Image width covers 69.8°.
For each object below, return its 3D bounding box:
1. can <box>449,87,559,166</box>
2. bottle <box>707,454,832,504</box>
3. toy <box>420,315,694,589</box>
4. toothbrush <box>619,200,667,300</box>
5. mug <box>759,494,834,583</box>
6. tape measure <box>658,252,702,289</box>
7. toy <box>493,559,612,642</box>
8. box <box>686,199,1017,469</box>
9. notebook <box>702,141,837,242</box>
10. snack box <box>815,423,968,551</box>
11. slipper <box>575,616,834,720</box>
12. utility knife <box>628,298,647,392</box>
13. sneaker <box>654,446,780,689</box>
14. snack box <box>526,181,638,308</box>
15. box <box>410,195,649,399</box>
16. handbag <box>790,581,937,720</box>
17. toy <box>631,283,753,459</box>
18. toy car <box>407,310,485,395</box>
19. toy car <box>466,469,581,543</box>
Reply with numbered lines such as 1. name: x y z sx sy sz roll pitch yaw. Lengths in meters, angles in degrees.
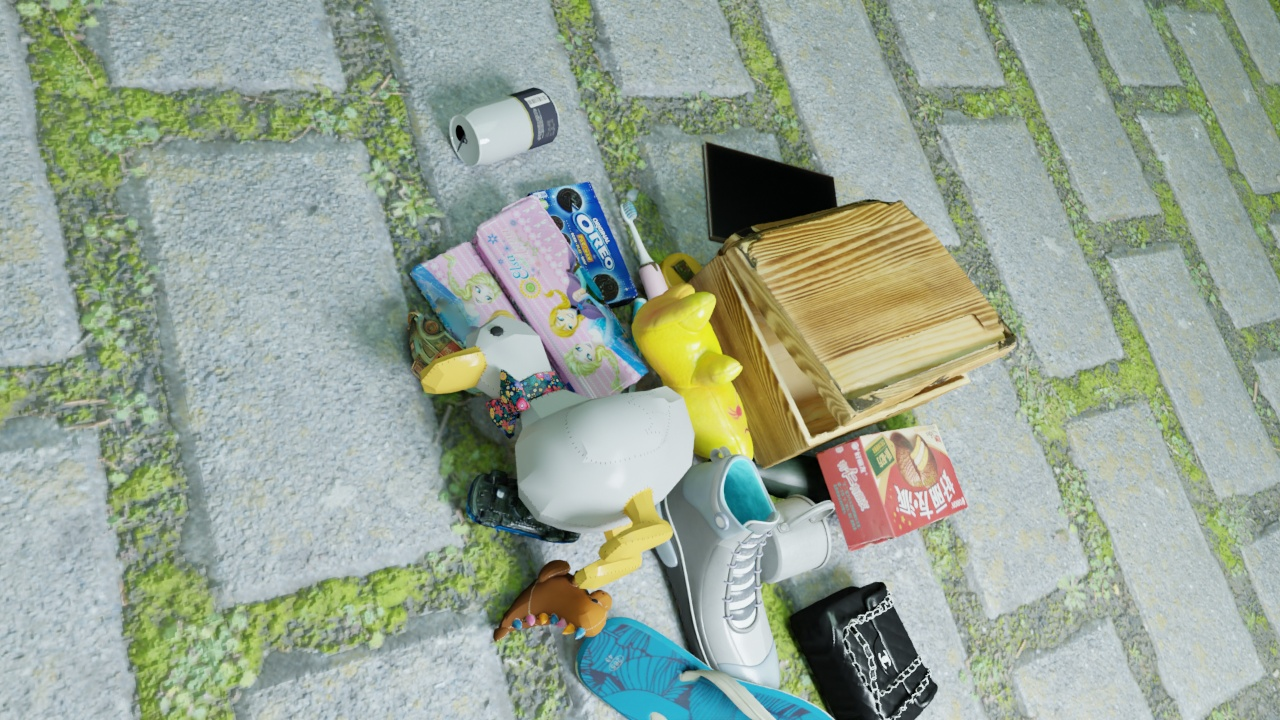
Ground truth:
1. can: -0.155 -0.258 1.022 0.127 0.064 0.064 -29 86 -34
2. bottle: 0.155 0.130 1.043 0.174 0.055 0.055 12 65 -23
3. toy: -0.059 0.068 0.852 0.246 0.141 0.267 -11 64 -30
4. toothbrush: 0.019 -0.080 1.056 0.027 0.027 0.222 -15 83 -50
5. mug: 0.160 0.186 0.988 0.070 0.113 0.084 -11 59 -29
6. tape measure: 0.048 -0.099 1.090 0.059 0.030 0.068 50 55 -5
7. toy: -0.081 0.238 0.849 0.102 0.090 0.071 -30 118 -33
8. box: 0.229 -0.050 1.035 0.278 0.176 0.247 -17 75 -31
9. notebook: 0.178 -0.204 1.215 0.209 0.008 0.141 8 67 -26
10. snack box: 0.296 0.141 1.062 0.235 0.060 0.113 -1 70 -52
11. slipper: 0.070 0.348 0.878 0.295 0.060 0.118 32 99 -8
12. utility knife: -0.006 0.006 1.029 0.022 0.015 0.168 35 53 -50
13. sneaker: 0.103 0.219 0.915 0.092 0.161 0.256 -13 76 -32
14. snack box: -0.066 -0.127 1.039 0.082 0.027 0.150 -19 82 -31
15. box: -0.115 -0.042 0.961 0.159 0.035 0.230 -34 90 -21
16. handbag: 0.258 0.316 0.988 0.124 0.115 0.153 -20 77 -35
17. toy: 0.054 0.020 0.958 0.087 0.134 0.194 -23 113 -11
18. toy car: -0.197 0.002 0.906 0.112 0.047 0.047 42 66 -4
19. toy car: -0.113 0.148 0.894 0.120 0.044 0.056 20 62 -24
